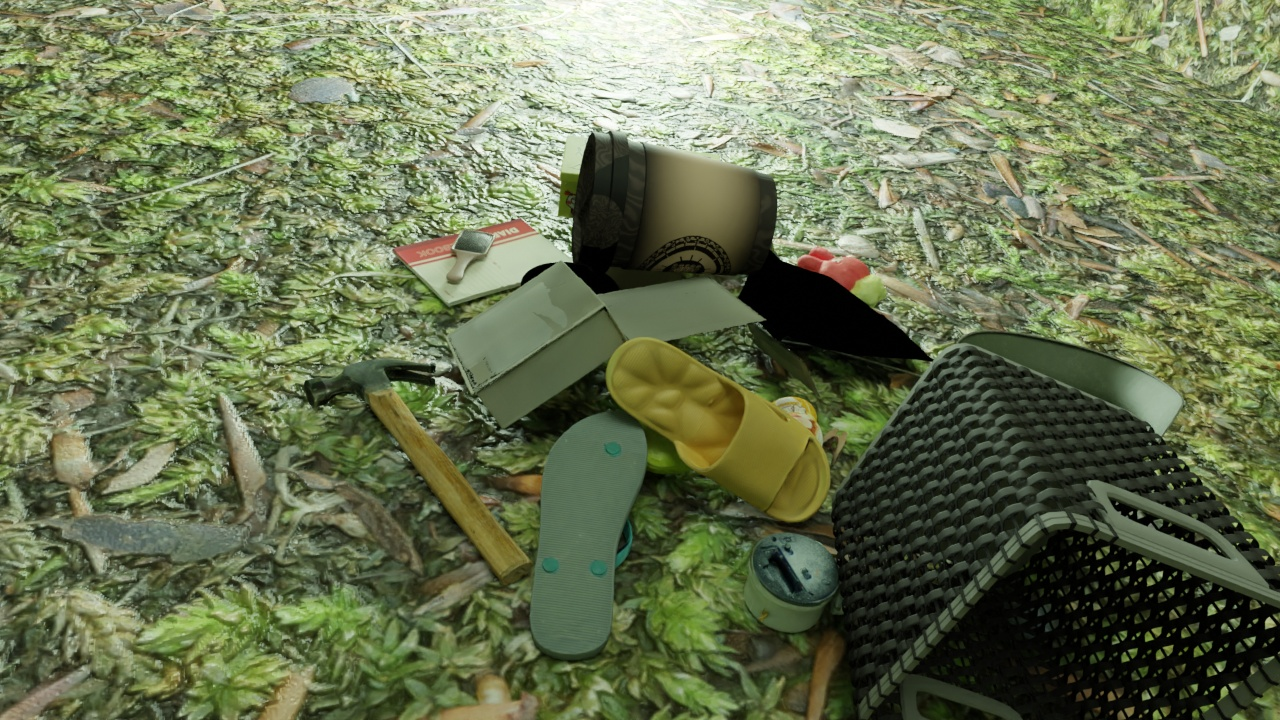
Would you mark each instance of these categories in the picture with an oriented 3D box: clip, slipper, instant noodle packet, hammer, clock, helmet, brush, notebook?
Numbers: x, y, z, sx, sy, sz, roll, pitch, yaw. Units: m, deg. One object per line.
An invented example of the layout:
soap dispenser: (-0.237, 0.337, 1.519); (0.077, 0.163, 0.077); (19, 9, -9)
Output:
clip: (0.211, 0.094, 1.042); (0.045, 0.025, 0.060); (22, 31, 13)
slipper: (0.081, 0.067, 0.912); (0.263, 0.099, 0.078); (34, 1, -2)
instant noodle packet: (0.261, -0.060, 1.192); (0.221, 0.084, 0.163); (16, 18, -20)
hammer: (-0.209, 0.100, 0.923); (0.132, 0.033, 0.330); (-19, 46, -35)
clock: (0.150, 0.203, 0.850); (0.117, 0.057, 0.083); (-6, 39, -21)
slipper: (-0.055, 0.161, 0.873); (0.098, 0.055, 0.268); (10, 47, 3)
helmet: (0.436, 0.084, 0.990); (0.227, 0.154, 0.267); (14, 20, 13)
brush: (-0.234, -0.145, 1.233); (0.050, 0.015, 0.135); (10, 36, 1)
notebook: (-0.210, -0.138, 1.254); (0.208, 0.012, 0.153); (-21, 46, -36)

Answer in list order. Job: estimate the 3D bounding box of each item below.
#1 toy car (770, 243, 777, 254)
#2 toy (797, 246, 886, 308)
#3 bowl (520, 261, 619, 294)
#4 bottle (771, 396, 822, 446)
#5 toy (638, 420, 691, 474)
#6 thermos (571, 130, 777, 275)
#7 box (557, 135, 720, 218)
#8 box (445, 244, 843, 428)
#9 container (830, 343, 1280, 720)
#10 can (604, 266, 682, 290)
toy car: (0.182, -0.134, 1.328); (0.048, 0.033, 0.105); (-8, 54, -29)
toy: (0.290, -0.120, 1.325); (0.135, 0.045, 0.091); (34, 45, 22)
bowl: (-0.091, -0.070, 1.158); (0.124, 0.053, 0.123); (7, 37, -5)
bottle: (0.168, 0.091, 1.000); (0.063, 0.063, 0.109); (5, 39, -8)
toy: (0.001, 0.086, 0.981); (0.118, 0.043, 0.092); (6, 33, -3)
thermos: (0.040, -0.183, 1.134); (0.226, 0.173, 0.172); (7, 36, -12)
box: (-0.002, -0.241, 1.263); (0.221, 0.079, 0.124); (10, 37, -3)
box: (-0.003, -0.064, 1.021); (0.418, 0.108, 0.166); (-22, 29, -11)
container: (0.318, 0.165, 0.756); (0.247, 0.246, 0.243); (21, 31, -12)
can: (0.001, -0.148, 1.267); (0.128, 0.073, 0.127); (7, 37, -5)
